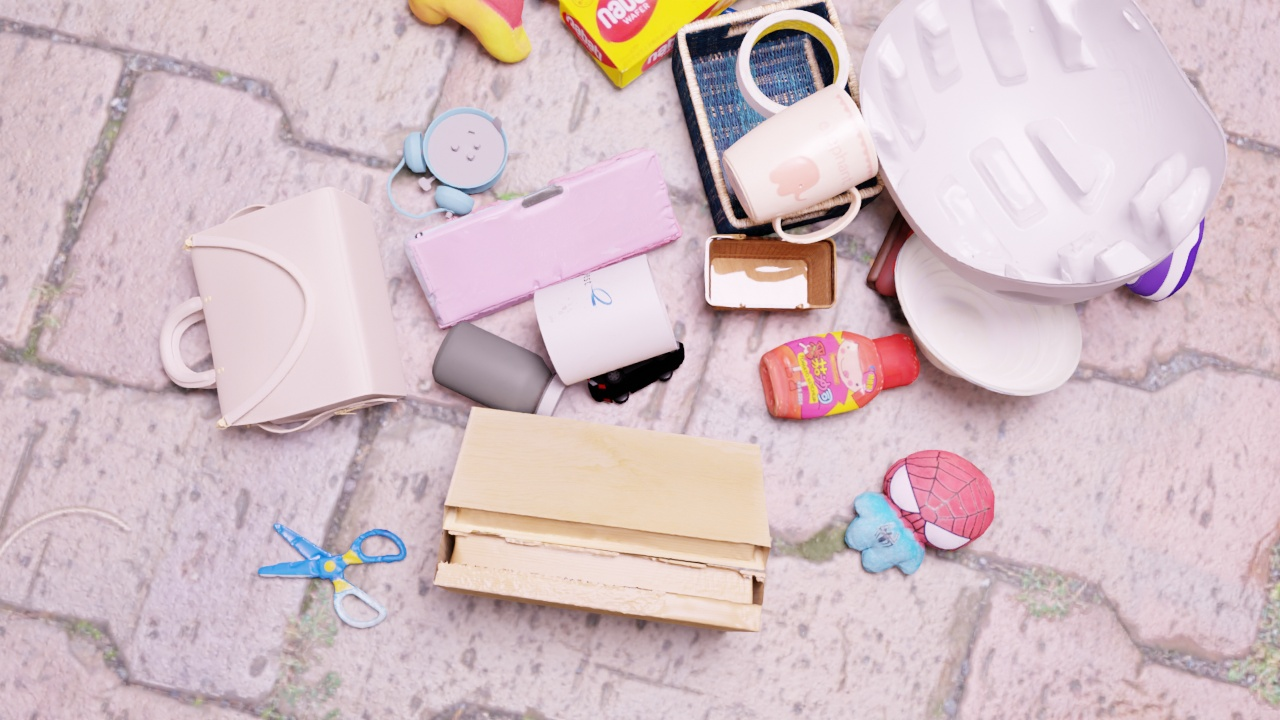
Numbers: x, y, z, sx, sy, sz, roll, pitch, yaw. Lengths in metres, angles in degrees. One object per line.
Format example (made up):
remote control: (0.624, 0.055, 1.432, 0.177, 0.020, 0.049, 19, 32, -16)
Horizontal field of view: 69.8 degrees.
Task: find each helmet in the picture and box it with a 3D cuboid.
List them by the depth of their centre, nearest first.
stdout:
helmet: (0.299, -0.178, 0.728, 0.224, 0.184, 0.282, -37, 89, 0)

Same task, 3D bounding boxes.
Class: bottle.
bottle: (-0.120, 0.013, 0.790, 0.108, 0.060, 0.060, 25, 83, 0)
bottle: (0.177, 0.010, 0.811, 0.134, 0.048, 0.071, -11, 83, -4)

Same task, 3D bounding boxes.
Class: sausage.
sausage: (0.252, -0.128, 0.834, 0.040, 0.040, 0.155, 26, 83, 0)

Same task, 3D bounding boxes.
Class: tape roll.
tape roll: (0.128, -0.248, 0.777, 0.094, 0.019, 0.094, 0, 85, -3)

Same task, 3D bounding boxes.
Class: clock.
clock: (-0.170, -0.174, 0.816, 0.123, 0.042, 0.087, -38, 87, -8)

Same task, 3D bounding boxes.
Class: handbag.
handbag: (-0.318, -0.033, 0.777, 0.198, 0.101, 0.194, -14, 85, 8)

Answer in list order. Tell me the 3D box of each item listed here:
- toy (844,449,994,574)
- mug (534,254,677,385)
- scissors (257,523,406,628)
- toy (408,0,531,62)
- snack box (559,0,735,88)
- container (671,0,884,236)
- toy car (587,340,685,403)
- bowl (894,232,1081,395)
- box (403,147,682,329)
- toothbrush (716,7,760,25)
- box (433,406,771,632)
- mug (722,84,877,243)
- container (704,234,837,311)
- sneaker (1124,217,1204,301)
toy: (0.241, 0.132, 0.798, 0.133, 0.062, 0.092, -37, 80, 6)
mug: (-0.030, -0.043, 0.779, 0.096, 0.119, 0.083, -18, 122, 5)
scissors: (-0.267, 0.187, 0.791, 0.131, 0.018, 0.109, -2, 81, -4)
toy: (-0.116, -0.387, 0.818, 0.147, 0.099, 0.216, 26, 88, -8)
snack box: (0.031, -0.344, 0.827, 0.200, 0.042, 0.092, -39, 87, -4)
container: (0.119, -0.212, 0.820, 0.145, 0.071, 0.187, -14, 85, -4)
toy car: (-0.005, 0.005, 0.808, 0.091, 0.042, 0.036, -27, 61, -6)
bowl: (0.289, -0.035, 0.801, 0.176, 0.058, 0.176, 8, 58, -14)
box: (-0.083, -0.110, 0.795, 0.232, 0.080, 0.099, -20, 84, -5)
toothbrush: (0.032, -0.349, 0.858, 0.190, 0.016, 0.017, 23, 76, 0)
box: (-0.029, 0.141, 0.738, 0.248, 0.142, 0.179, 8, 93, -4)
mug: (0.131, -0.149, 0.743, 0.104, 0.085, 0.111, -25, 115, 4)
container: (0.110, -0.073, 0.810, 0.114, 0.061, 0.063, 1, 84, -3)
sneaker: (0.417, -0.171, 0.824, 0.111, 0.092, 0.244, -7, 81, -2)
